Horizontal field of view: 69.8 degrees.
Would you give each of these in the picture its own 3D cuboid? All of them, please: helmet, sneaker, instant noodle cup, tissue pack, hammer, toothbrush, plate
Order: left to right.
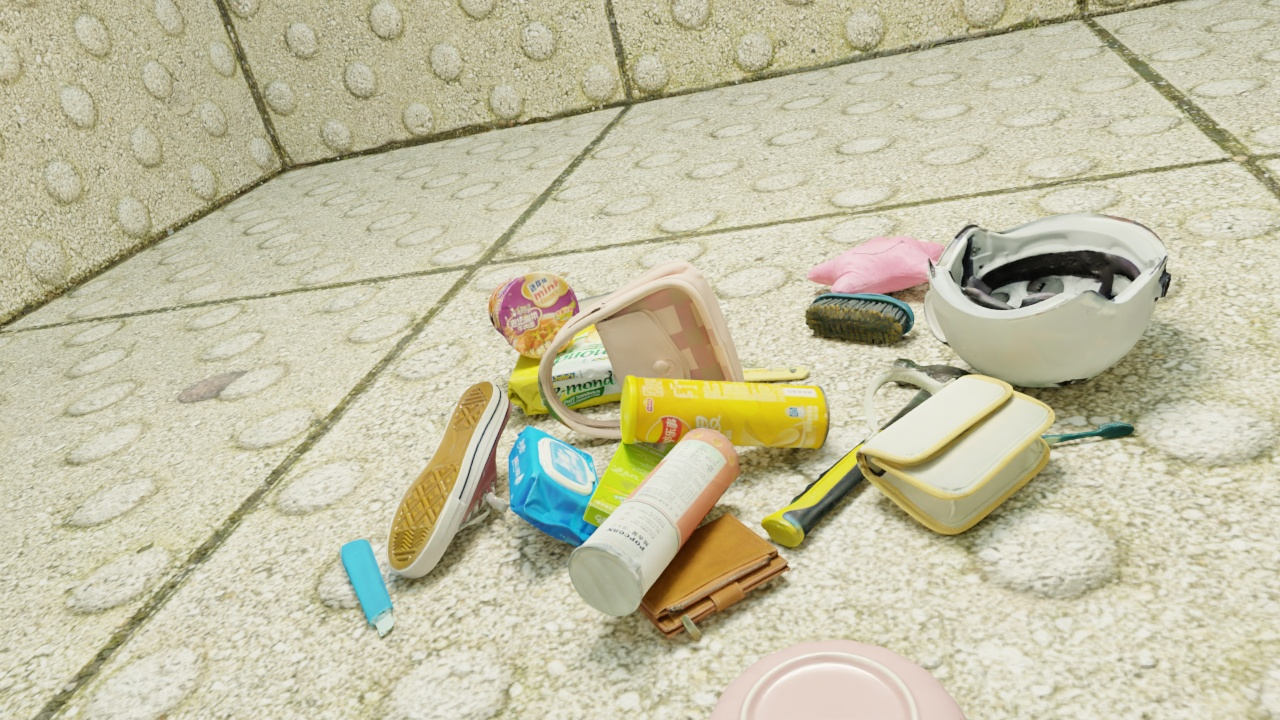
[{"bbox_3d":[-0.192,0.138,1.009,0.118,0.088,0.240,-10,45,37],"label":"sneaker"},{"bbox_3d":[-0.150,-0.065,1.217,0.111,0.111,0.099,-25,19,-22],"label":"instant noodle cup"},{"bbox_3d":[-0.087,0.129,0.958,0.052,0.095,0.157,-55,21,16],"label":"tissue pack"},{"bbox_3d":[0.132,0.261,0.640,0.192,0.039,0.192,-12,26,6],"label":"plate"},{"bbox_3d":[0.242,0.088,0.940,0.126,0.032,0.322,13,37,45],"label":"hammer"},{"bbox_3d":[0.383,0.079,0.904,0.192,0.016,0.018,-9,16,10],"label":"toothbrush"},{"bbox_3d":[0.441,-0.056,0.996,0.229,0.146,0.257,17,36,42],"label":"helmet"}]

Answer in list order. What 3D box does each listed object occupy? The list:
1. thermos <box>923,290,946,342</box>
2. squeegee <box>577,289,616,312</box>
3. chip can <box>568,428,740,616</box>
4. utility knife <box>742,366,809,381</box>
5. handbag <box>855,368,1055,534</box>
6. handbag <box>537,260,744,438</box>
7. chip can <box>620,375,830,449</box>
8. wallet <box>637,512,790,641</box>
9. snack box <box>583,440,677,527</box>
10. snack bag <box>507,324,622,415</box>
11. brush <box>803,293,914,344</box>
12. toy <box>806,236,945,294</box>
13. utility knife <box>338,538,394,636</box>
[{"bbox_3d":[0.468,-0.087,1.131,0.224,0.073,0.073,-17,26,-6],"label":"thermos"},{"bbox_3d":[0.014,-0.059,1.349,0.247,0.039,0.245,10,17,30],"label":"squeegee"},{"bbox_3d":[0.020,0.140,0.845,0.071,0.071,0.214,2,26,31],"label":"chip can"},{"bbox_3d":[0.139,0.018,1.160,0.152,0.018,0.030,1,35,19],"label":"utility knife"},{"bbox_3d":[0.282,0.064,0.881,0.163,0.063,0.179,-30,44,-25],"label":"handbag"},{"bbox_3d":[-0.006,0.006,1.074,0.234,0.193,0.093,-19,18,11],"label":"handbag"},{"bbox_3d":[0.087,0.055,0.968,0.213,0.072,0.072,2,25,-8],"label":"chip can"},{"bbox_3d":[0.056,0.191,0.825,0.130,0.035,0.119,-24,25,-19],"label":"wallet"},{"bbox_3d":[0.005,0.127,0.945,0.086,0.026,0.156,24,33,3],"label":"snack box"},{"bbox_3d":[-0.053,0.002,1.226,0.247,0.068,0.157,-10,25,9],"label":"snack bag"},{"bbox_3d":[0.288,-0.061,1.189,0.144,0.055,0.073,9,36,41],"label":"brush"},{"bbox_3d":[0.331,-0.134,1.292,0.195,0.075,0.178,-9,22,16],"label":"toy"},{"bbox_3d":[-0.279,0.231,0.942,0.034,0.018,0.166,-27,30,-17],"label":"utility knife"}]
